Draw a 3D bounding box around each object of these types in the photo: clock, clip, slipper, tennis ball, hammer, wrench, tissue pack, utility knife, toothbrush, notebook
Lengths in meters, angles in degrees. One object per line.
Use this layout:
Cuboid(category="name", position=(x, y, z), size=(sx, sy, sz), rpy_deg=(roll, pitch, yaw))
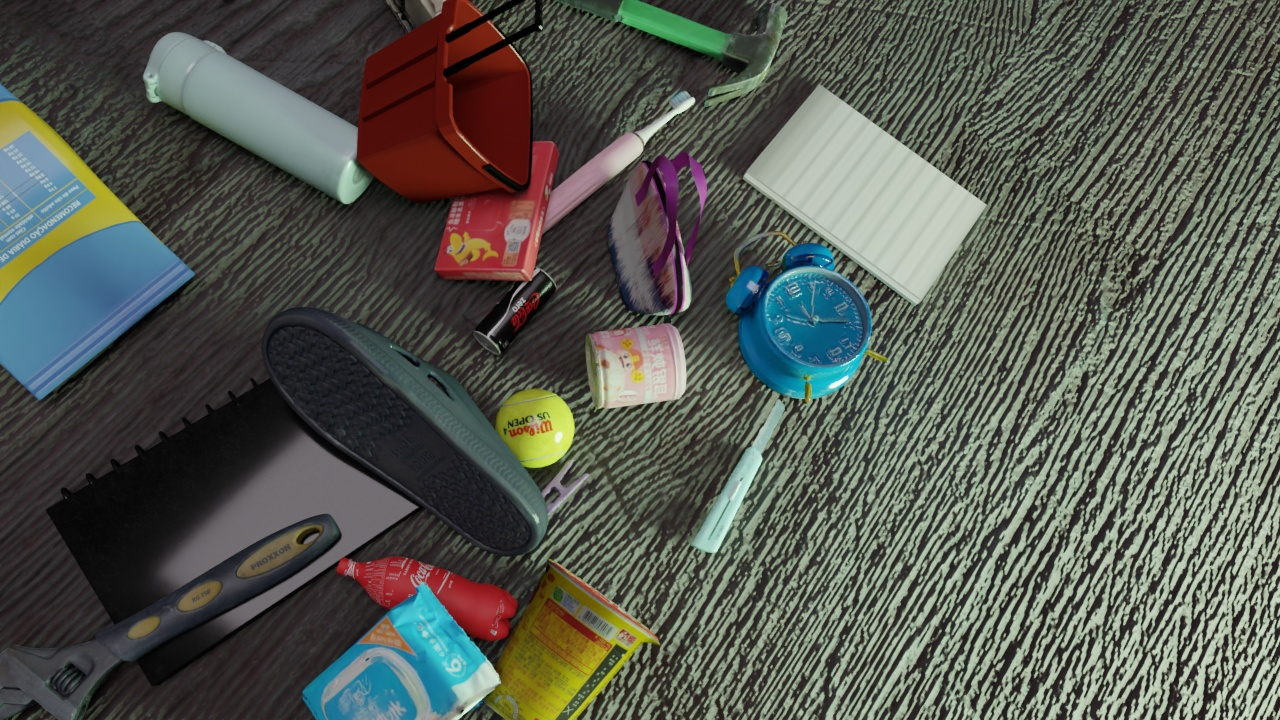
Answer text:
Cuboid(category="clock", position=(0.141, -0.043, 0.830), size=(0.116, 0.060, 0.161), rpy_deg=(-27, 77, -16))
Cuboid(category="clip", position=(-0.069, 0.107, 0.774), size=(0.052, 0.013, 0.036), rpy_deg=(-42, 81, -16))
Cuboid(category="slipper", position=(-0.171, 0.043, 0.727), size=(0.268, 0.111, 0.083), rpy_deg=(42, 40, -8))
Cuboid(category="tennis ball", position=(-0.087, 0.056, 0.759), size=(0.065, 0.065, 0.065), rpy_deg=(3, 71, -8))
Cuboid(category="hammer", position=(-0.017, -0.354, 0.926), size=(0.319, 0.032, 0.130), rpy_deg=(21, 70, -1))
Cuboid(category="wrench", position=(-0.352, 0.191, 0.677), size=(0.273, 0.022, 0.073), rpy_deg=(-30, 75, -16))
Cuboid(category="tissue pack", position=(-0.176, 0.239, 0.663), size=(0.145, 0.061, 0.093), rpy_deg=(-44, 82, 19))
Cuboid(category="utility knife", position=(0.089, 0.100, 0.802), size=(0.022, 0.015, 0.158), rpy_deg=(31, 67, 3))
Cuboid(category="toothbrush", position=(-0.027, -0.191, 0.872), size=(0.222, 0.027, 0.026), rpy_deg=(-43, 89, -20))
Cuboid(category="notebook", position=(-0.319, 0.114, 0.728), size=(0.231, 0.019, 0.169), rpy_deg=(-34, 81, -18))
Cuboid(category="notebook", position=(0.224, -0.168, 0.912), size=(0.210, 0.009, 0.142), rpy_deg=(37, 70, 4))

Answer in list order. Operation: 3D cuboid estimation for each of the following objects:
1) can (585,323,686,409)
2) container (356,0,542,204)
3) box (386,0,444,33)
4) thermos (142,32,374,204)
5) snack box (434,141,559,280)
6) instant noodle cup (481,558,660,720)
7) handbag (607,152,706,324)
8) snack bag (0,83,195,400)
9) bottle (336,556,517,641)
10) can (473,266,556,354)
Cuboid(category="can", position=(-0.005, 0.005, 0.788), size=(0.076, 0.067, 0.067), rpy_deg=(-7, 73, -10))
Cuboid(category="container", position=(-0.134, -0.225, 0.775), size=(0.201, 0.127, 0.148), rpy_deg=(-13, 66, 25))
Cuboid(category="box", position=(-0.179, -0.370, 0.831), size=(0.100, 0.187, 0.145), rpy_deg=(-31, 86, -33))
Cuboid(category="thermos", position=(-0.334, -0.216, 0.810), size=(0.207, 0.065, 0.077), rpy_deg=(30, 56, 2))
Cuboid(category="snack box", position=(-0.128, -0.135, 0.821), size=(0.089, 0.021, 0.132), rpy_deg=(3, 69, 19))
Cuboid(category="instant noodle cup", position=(-0.063, 0.224, 0.697), size=(0.100, 0.100, 0.112), rpy_deg=(36, 80, 4))
Cuboid(category="handbag", position=(0.021, -0.114, 0.776), size=(0.068, 0.170, 0.144), rpy_deg=(-10, 74, -12))
Cuboid(category="snack bag", position=(-0.493, -0.093, 0.733), size=(0.205, 0.102, 0.158), rpy_deg=(46, 70, -6))
Cuboid(category="bottle", position=(-0.167, 0.181, 0.717), size=(0.141, 0.042, 0.041), rpy_deg=(18, 70, -2))
Cuboid(category="can", position=(-0.110, -0.044, 0.806), size=(0.031, 0.032, 0.080), rpy_deg=(37, 70, 4))
